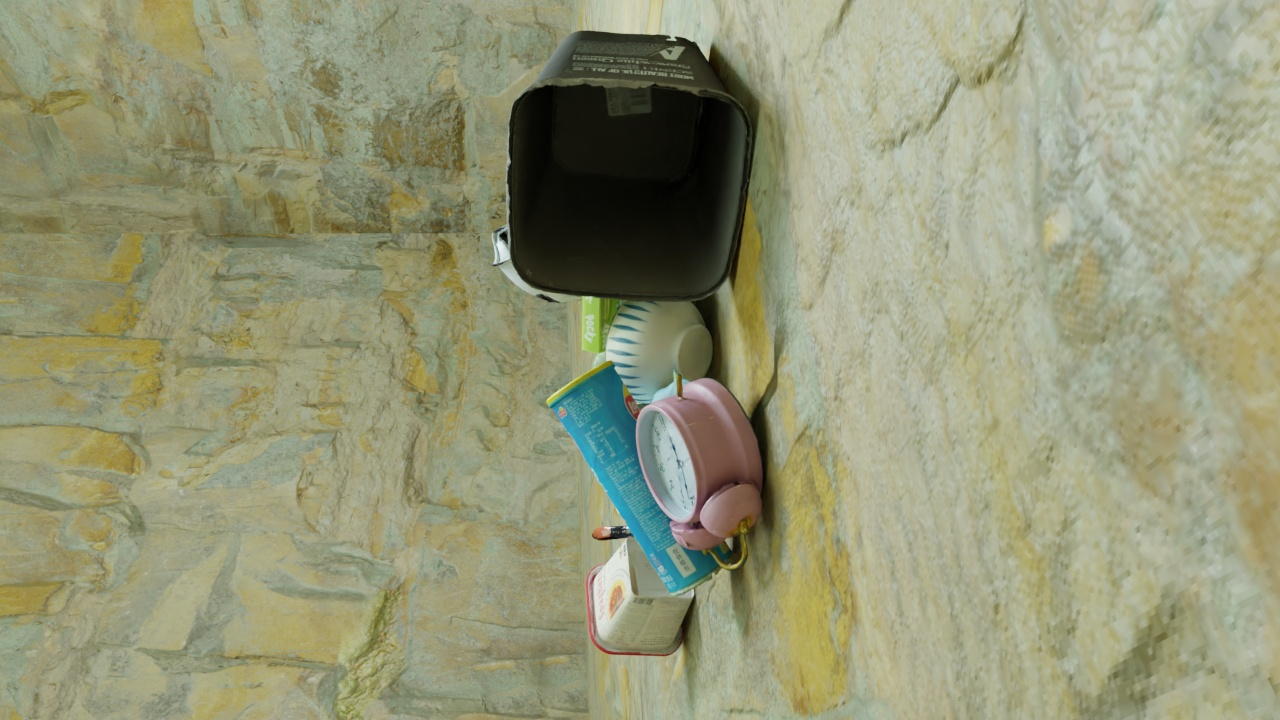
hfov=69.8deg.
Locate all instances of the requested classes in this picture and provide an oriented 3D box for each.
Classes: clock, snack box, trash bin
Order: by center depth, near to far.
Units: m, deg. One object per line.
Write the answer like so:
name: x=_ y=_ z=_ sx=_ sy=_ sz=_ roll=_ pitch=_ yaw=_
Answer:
clock: x=0.051 y=0.095 z=0.750 sx=0.158 sy=0.059 sz=0.117 roll=67 pitch=154 yaw=13
trash bin: x=-0.012 y=-0.195 z=0.843 sx=0.219 sy=0.199 sz=0.199 roll=-90 pitch=5 yaw=-54
snack box: x=0.001 y=-0.064 z=0.933 sx=0.026 sy=0.156 sz=0.086 roll=14 pitch=112 yaw=37

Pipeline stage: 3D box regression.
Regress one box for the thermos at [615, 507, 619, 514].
thermos: x=0.005 y=0.166 z=1.113 sx=0.067 sy=0.087 sz=0.199 roll=63 pitch=170 yaw=6

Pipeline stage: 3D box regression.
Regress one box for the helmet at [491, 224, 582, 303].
helmet: x=-0.071 y=-0.162 z=1.218 sx=0.146 sy=0.230 sz=0.257 roll=51 pitch=-144 yaw=-25

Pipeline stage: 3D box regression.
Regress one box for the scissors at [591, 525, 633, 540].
scissors: x=0.007 y=0.200 z=1.080 sx=0.197 sy=0.214 sz=0.015 roll=23 pitch=-118 yaw=-59

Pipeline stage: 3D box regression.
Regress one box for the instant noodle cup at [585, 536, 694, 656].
instant noodle cup: x=0.005 y=0.273 z=1.076 sx=0.124 sy=0.116 sz=0.116 roll=115 pitch=156 yaw=-45

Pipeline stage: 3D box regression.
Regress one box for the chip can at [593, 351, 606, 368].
chip can: x=-0.006 y=0.006 z=1.055 sx=0.221 sy=0.072 sz=0.072 roll=-29 pitch=-61 yaw=-85

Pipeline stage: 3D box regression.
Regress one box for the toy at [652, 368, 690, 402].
toy: x=0.044 y=0.086 z=0.867 sx=0.162 sy=0.049 sz=0.156 roll=-22 pitch=91 yaw=56

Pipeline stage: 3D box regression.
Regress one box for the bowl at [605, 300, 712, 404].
bowl: x=0.028 y=-0.011 z=0.901 sx=0.066 sy=0.116 sz=0.116 roll=12 pitch=107 yaw=39

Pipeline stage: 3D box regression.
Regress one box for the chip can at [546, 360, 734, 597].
chip can: x=0.000 y=0.105 z=0.830 sx=0.210 sy=0.071 sz=0.071 roll=57 pitch=170 yaw=2

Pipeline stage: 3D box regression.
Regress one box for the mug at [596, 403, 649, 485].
mug: x=0.007 y=0.102 z=0.981 sx=0.082 sy=0.112 sz=0.106 roll=102 pitch=168 yaw=-80
